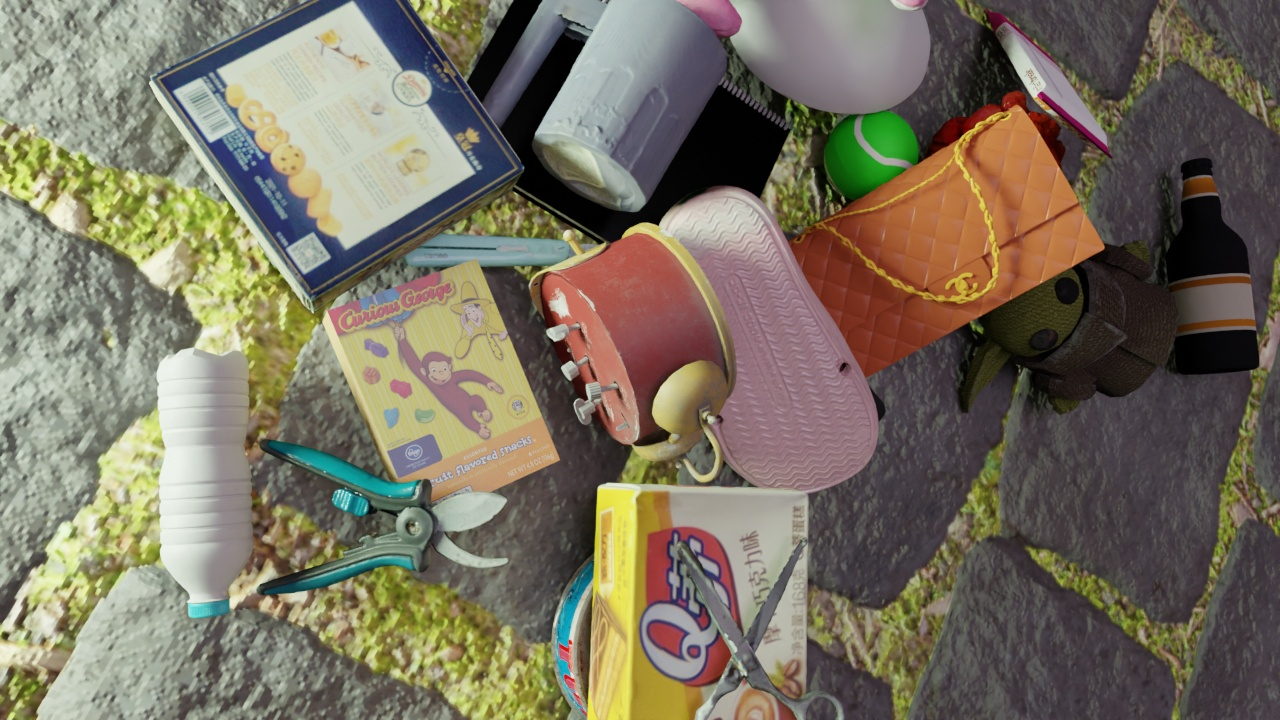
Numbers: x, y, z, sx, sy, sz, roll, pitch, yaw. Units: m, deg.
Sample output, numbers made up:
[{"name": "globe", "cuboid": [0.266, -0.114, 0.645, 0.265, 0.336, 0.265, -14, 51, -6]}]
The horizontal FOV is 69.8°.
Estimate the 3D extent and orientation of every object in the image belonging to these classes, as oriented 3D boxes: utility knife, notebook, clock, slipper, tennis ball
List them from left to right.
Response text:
[{"name": "utility knife", "cuboid": [-0.066, -0.068, 0.571, 0.165, 0.015, 0.022, -1, 81, -20]}, {"name": "notebook", "cuboid": [-0.010, -0.151, 0.609, 0.206, 0.016, 0.148, 30, 75, -17]}, {"name": "clock", "cuboid": [-0.003, 0.003, 0.533, 0.081, 0.117, 0.159, -27, 74, -20]}, {"name": "slipper", "cuboid": [0.077, -0.007, 0.596, 0.107, 0.055, 0.221, -26, 106, 5]}, {"name": "tennis ball", "cuboid": [0.163, -0.145, 0.651, 0.065, 0.065, 0.065, 3, 82, -22]}]

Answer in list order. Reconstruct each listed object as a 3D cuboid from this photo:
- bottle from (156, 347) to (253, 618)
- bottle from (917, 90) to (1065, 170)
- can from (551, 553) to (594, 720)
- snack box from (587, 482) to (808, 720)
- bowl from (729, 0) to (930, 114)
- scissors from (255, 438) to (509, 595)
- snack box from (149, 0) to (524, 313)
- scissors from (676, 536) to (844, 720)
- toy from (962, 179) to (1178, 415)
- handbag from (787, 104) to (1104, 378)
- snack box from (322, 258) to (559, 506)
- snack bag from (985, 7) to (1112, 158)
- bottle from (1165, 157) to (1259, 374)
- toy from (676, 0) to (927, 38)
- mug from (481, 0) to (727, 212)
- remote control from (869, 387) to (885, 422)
[{"name": "bottle", "cuboid": [-0.226, 0.063, 0.478, 0.044, 0.044, 0.136, -2, 84, -23]}, {"name": "bottle", "cuboid": [0.248, -0.138, 0.673, 0.099, 0.099, 0.111, 26, 94, -18]}, {"name": "can", "cuboid": [0.014, 0.172, 0.563, 0.129, 0.044, 0.130, 3, 83, -22]}, {"name": "snack box", "cuboid": [0.030, 0.185, 0.509, 0.110, 0.062, 0.230, 5, 82, -22]}, {"name": "bowl", "cuboid": [0.137, -0.242, 0.636, 0.149, 0.043, 0.149, 4, 63, -8]}, {"name": "scissors", "cuboid": [-0.149, 0.091, 0.490, 0.155, 0.019, 0.124, 34, 95, 8]}, {"name": "snack box", "cuboid": [-0.165, -0.125, 0.517, 0.144, 0.043, 0.144, -35, 92, -19]}, {"name": "scissors", "cuboid": [0.047, 0.169, 0.476, 0.141, 0.014, 0.174, 41, 73, -16]}, {"name": "toy", "cuboid": [0.327, -0.029, 0.687, 0.152, 0.078, 0.179, 14, 104, -22]}, {"name": "handbag", "cuboid": [0.197, -0.078, 0.613, 0.172, 0.060, 0.109, -30, 94, 15]}, {"name": "snack box", "cuboid": [-0.115, 0.018, 0.531, 0.088, 0.040, 0.126, -23, 93, -23]}, {"name": "snack bag", "cuboid": [0.300, -0.211, 0.685, 0.070, 0.016, 0.196, 31, 35, -16]}, {"name": "bottle", "cuboid": [0.479, -0.081, 0.776, 0.059, 0.059, 0.181, 0, 83, -22]}, {"name": "toy", "cuboid": [0.064, -0.295, 0.570, 0.265, 0.128, 0.186, 3, 60, -2]}, {"name": "mug", "cuboid": [-0.025, -0.164, 0.559, 0.124, 0.084, 0.104, 27, 77, 7]}, {"name": "remote control", "cuboid": [0.119, -0.002, 0.643, 0.147, 0.015, 0.033, 47, 69, -11]}]
